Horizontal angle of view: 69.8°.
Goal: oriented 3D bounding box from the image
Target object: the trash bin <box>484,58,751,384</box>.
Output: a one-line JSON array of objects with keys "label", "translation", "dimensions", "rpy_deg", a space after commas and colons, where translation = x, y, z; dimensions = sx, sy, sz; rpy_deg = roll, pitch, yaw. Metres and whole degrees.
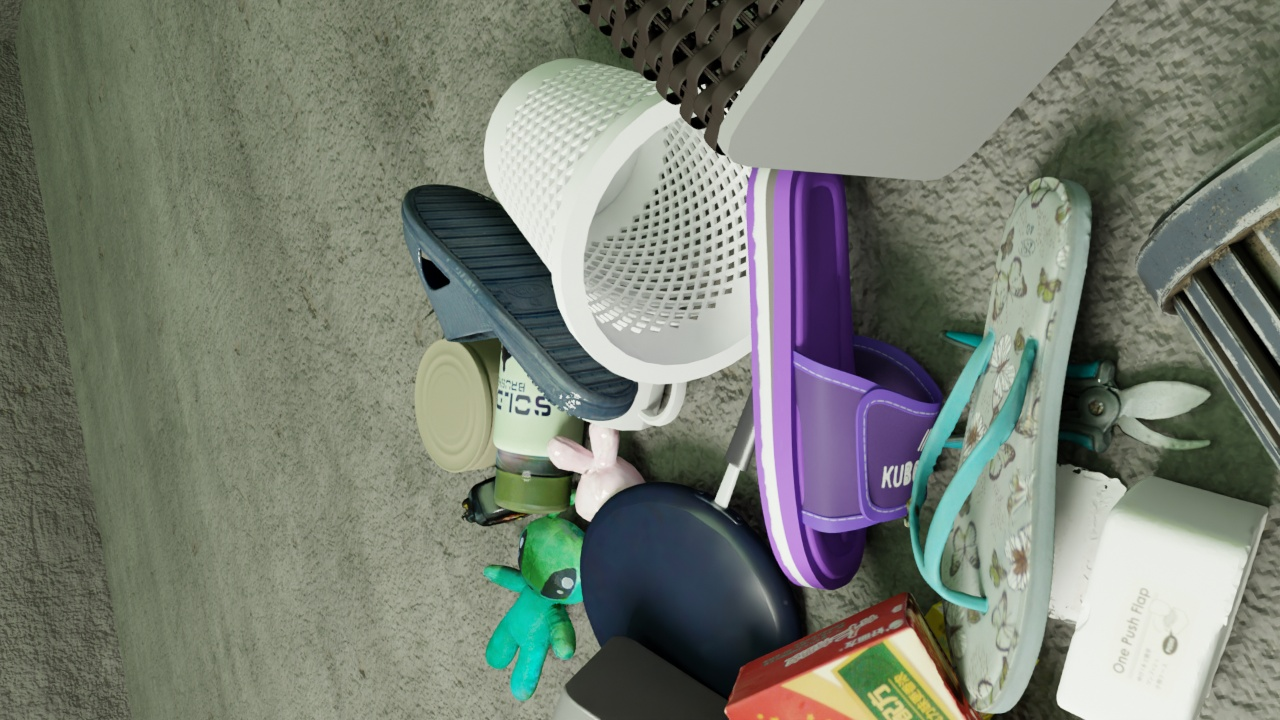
[{"label": "trash bin", "translation": [-0.009, -0.117, 0.630], "dimensions": [0.199, 0.195, 0.196], "rpy_deg": [44, 124, 47]}]

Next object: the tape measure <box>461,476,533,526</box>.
[{"label": "tape measure", "translation": [-0.124, 0.126, 0.846], "dimensions": [0.073, 0.071, 0.042], "rpy_deg": [-27, 70, 39]}]

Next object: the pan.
[{"label": "pan", "translation": [0.049, 0.120, 0.653], "dimensions": [0.199, 0.021, 0.357], "rpy_deg": [32, 120, 28]}]

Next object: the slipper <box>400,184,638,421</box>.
[{"label": "slipper", "translation": [-0.105, -0.034, 0.680], "dimensions": [0.263, 0.101, 0.083], "rpy_deg": [49, 125, 29]}]

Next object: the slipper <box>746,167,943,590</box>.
[{"label": "slipper", "translation": [0.126, 0.011, 0.530], "dimensions": [0.084, 0.107, 0.266], "rpy_deg": [0, 100, 35]}]

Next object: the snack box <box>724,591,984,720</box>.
[{"label": "snack box", "translation": [0.153, 0.257, 0.492], "dimensions": [0.113, 0.060, 0.236], "rpy_deg": [-30, 86, 17]}]

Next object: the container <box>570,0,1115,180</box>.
[{"label": "container", "translation": [0.097, -0.257, 0.450], "dimensions": [0.243, 0.246, 0.246], "rpy_deg": [56, 130, 24]}]

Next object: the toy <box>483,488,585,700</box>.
[{"label": "toy", "translation": [-0.082, 0.206, 0.813], "dimensions": [0.131, 0.072, 0.193], "rpy_deg": [36, 110, 37]}]

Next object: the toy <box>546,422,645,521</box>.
[{"label": "toy", "translation": [-0.029, 0.097, 0.744], "dimensions": [0.064, 0.047, 0.110], "rpy_deg": [-16, 114, 17]}]

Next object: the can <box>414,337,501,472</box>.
[{"label": "can", "translation": [-0.149, 0.039, 0.861], "dimensions": [0.128, 0.073, 0.128], "rpy_deg": [5, 97, 47]}]

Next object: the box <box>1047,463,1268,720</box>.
[{"label": "box", "translation": [0.221, 0.101, 0.460], "dimensions": [0.137, 0.128, 0.108], "rpy_deg": [21, 107, 35]}]

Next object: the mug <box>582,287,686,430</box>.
[{"label": "mug", "translation": [-0.004, 0.004, 0.702], "dimensions": [0.105, 0.073, 0.090], "rpy_deg": [31, 115, 42]}]

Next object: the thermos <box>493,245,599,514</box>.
[{"label": "thermos", "translation": [-0.082, 0.013, 0.776], "dimensions": [0.082, 0.082, 0.231], "rpy_deg": [10, 97, 46]}]

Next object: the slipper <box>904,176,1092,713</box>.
[{"label": "slipper", "translation": [0.173, 0.039, 0.472], "dimensions": [0.098, 0.055, 0.268], "rpy_deg": [151, 128, -88]}]

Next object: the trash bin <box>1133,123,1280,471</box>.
[{"label": "trash bin", "translation": [0.298, 0.021, 0.319], "dimensions": [0.165, 0.164, 0.227], "rpy_deg": [-42, 60, 41]}]

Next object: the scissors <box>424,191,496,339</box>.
[{"label": "scissors", "translation": [-0.133, -0.097, 0.835], "dimensions": [0.162, 0.012, 0.158], "rpy_deg": [-7, 64, 30]}]

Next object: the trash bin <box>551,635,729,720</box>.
[{"label": "trash bin", "translation": [0.005, 0.348, 0.668], "dimensions": [0.192, 0.097, 0.220], "rpy_deg": [28, 114, 19]}]

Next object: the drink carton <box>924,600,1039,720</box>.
[{"label": "drink carton", "translation": [0.172, 0.209, 0.552], "dimensions": [0.058, 0.042, 0.135], "rpy_deg": [45, 124, 34]}]

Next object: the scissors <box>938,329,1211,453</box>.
[{"label": "scissors", "translation": [0.219, 0.024, 0.503], "dimensions": [0.156, 0.019, 0.125], "rpy_deg": [52, 129, 32]}]
